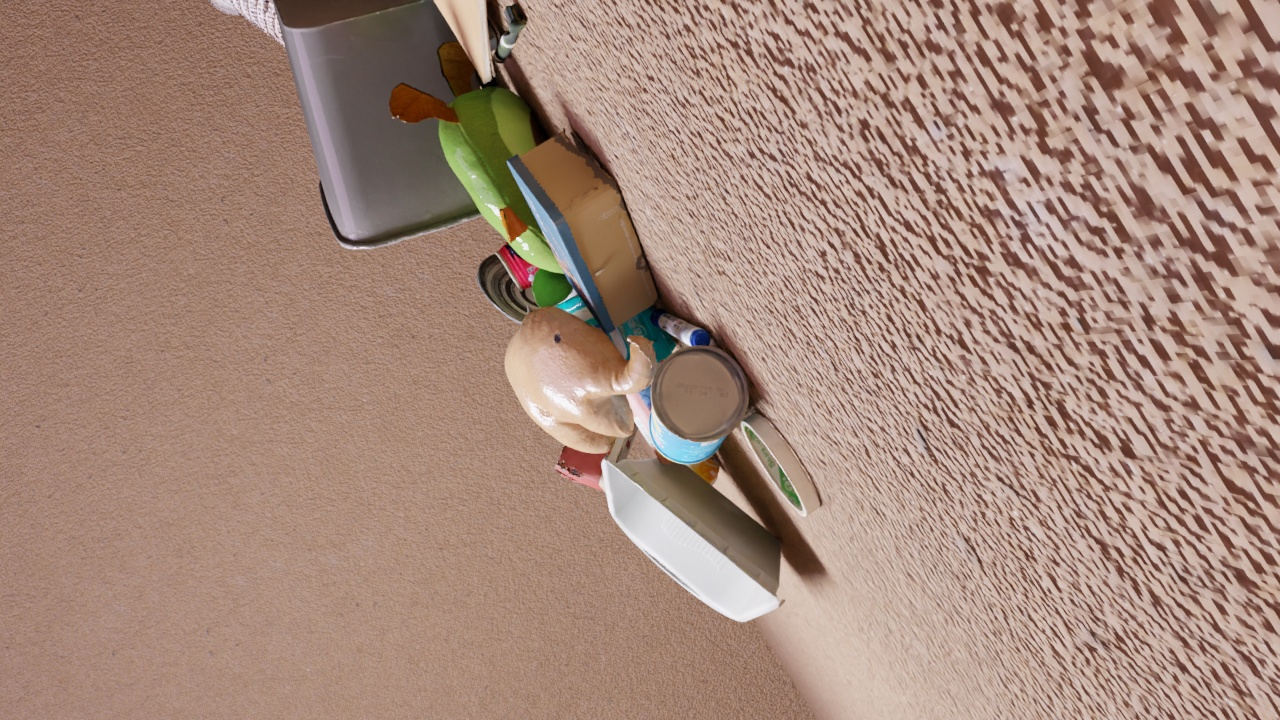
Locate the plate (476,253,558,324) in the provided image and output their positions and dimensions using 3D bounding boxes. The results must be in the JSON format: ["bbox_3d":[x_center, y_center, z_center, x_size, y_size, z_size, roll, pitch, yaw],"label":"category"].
[{"bbox_3d":[-0.131,-0.085,1.217,0.179,0.179,0.024,54,134,34],"label":"plate"}]

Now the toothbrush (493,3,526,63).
[{"bbox_3d":[-0.103,-0.247,0.703,0.017,0.012,0.186,65,173,-15],"label":"toothbrush"}]

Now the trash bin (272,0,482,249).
[{"bbox_3d":[-0.251,-0.265,0.925,0.199,0.198,0.220,-125,21,-46],"label":"trash bin"}]

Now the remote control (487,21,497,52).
[{"bbox_3d":[-0.166,-0.324,0.782,0.135,0.019,0.056,59,175,-13],"label":"remote control"}]

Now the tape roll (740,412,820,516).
[{"bbox_3d":[0.104,0.078,0.691,0.086,0.014,0.086,57,175,6],"label":"tape roll"}]

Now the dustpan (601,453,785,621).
[{"bbox_3d":[0.044,0.213,1.005,0.223,0.143,0.257,38,-169,13],"label":"dustpan"}]

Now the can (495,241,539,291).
[{"bbox_3d":[-0.130,-0.137,1.169,0.066,0.093,0.066,57,175,7],"label":"can"}]

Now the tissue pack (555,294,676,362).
[{"bbox_3d":[-0.036,-0.027,0.896,0.134,0.050,0.093,-21,103,51],"label":"tissue pack"}]

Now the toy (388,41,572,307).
[{"bbox_3d":[-0.117,-0.172,0.838,0.247,0.090,0.226,52,-156,-28],"label":"toy"}]

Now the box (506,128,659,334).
[{"bbox_3d":[-0.044,-0.104,0.743,0.089,0.061,0.184,53,175,35],"label":"box"}]

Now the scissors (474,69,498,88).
[{"bbox_3d":[-0.133,-0.251,0.996,0.146,0.014,0.172,52,176,40],"label":"scissors"}]

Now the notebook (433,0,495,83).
[{"bbox_3d":[-0.153,-0.313,0.670,0.149,0.012,0.212,57,169,4],"label":"notebook"}]

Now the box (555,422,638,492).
[{"bbox_3d":[-0.043,0.063,1.072,0.080,0.168,0.091,20,168,9],"label":"box"}]

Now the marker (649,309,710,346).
[{"bbox_3d":[0.031,-0.026,0.743,0.017,0.017,0.146,59,175,-14],"label":"marker"}]

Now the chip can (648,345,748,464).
[{"bbox_3d":[0.042,0.041,0.741,0.071,0.071,0.210,57,175,9],"label":"chip can"}]

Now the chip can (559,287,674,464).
[{"bbox_3d":[-0.006,0.006,0.984,0.215,0.071,0.071,58,175,-6],"label":"chip can"}]

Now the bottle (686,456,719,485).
[{"bbox_3d":[0.051,0.113,1.141,0.108,0.063,0.063,58,175,-12],"label":"bottle"}]

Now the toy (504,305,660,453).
[{"bbox_3d":[-0.055,0.011,0.804,0.143,0.082,0.226,42,158,-1],"label":"toy"}]

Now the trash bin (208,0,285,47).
[{"bbox_3d":[-0.380,-0.451,1.126,0.192,0.227,0.227,45,175,-1],"label":"trash bin"}]
